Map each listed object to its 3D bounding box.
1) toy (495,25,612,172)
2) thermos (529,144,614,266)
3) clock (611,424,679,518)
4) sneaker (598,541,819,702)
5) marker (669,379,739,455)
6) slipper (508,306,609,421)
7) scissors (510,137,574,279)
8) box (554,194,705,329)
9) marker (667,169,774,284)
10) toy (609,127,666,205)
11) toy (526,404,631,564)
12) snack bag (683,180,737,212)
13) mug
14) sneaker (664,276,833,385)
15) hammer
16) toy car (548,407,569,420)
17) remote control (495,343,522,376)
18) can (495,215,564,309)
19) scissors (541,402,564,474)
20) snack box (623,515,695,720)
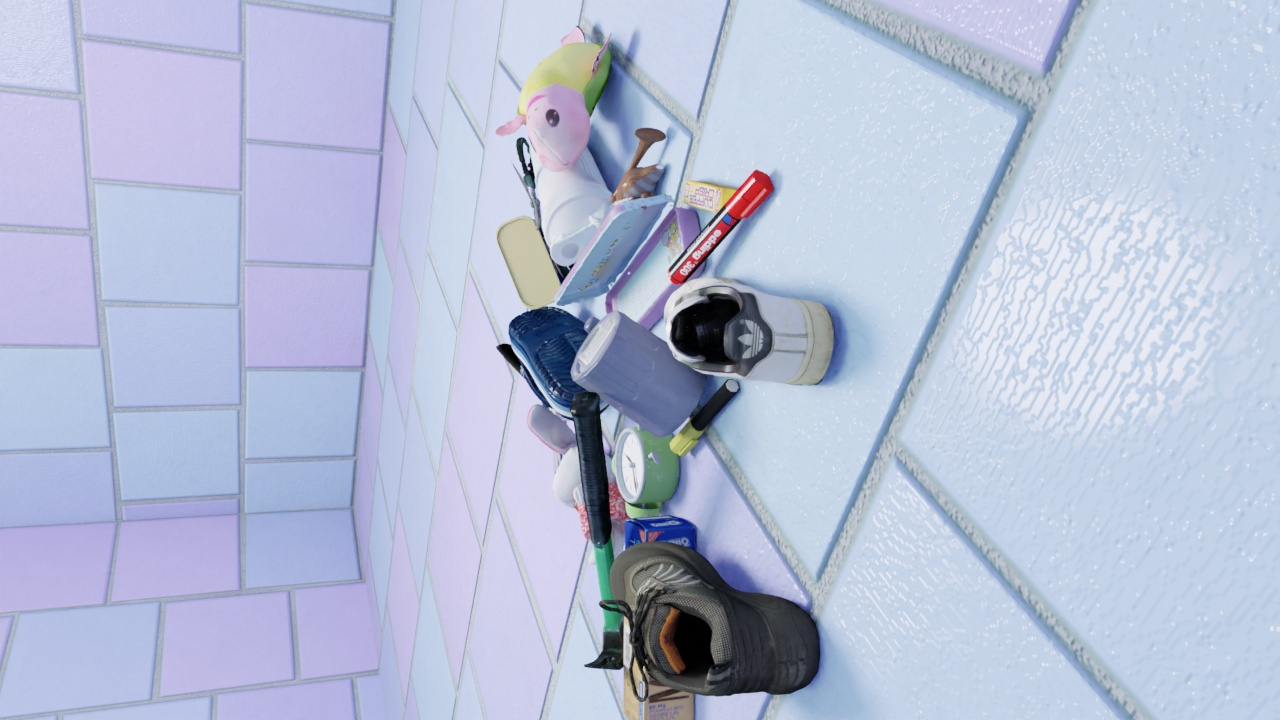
[{"bbox_3d":[-0.093,-0.321,1.102,0.190,0.087,0.237,-30,39,23],"label":"toy"},{"bbox_3d":[-0.082,-0.208,1.113,0.220,0.099,0.100,-109,30,-45],"label":"thermos"},{"bbox_3d":[0.004,0.115,0.971,0.120,0.042,0.094,114,148,-42],"label":"clock"},{"bbox_3d":[0.018,0.227,0.769,0.238,0.142,0.101,9,99,53],"label":"sneaker"},{"bbox_3d":[0.061,0.056,0.873,0.124,0.017,0.021,125,138,-51],"label":"marker"},{"bbox_3d":[-0.088,0.008,1.126,0.253,0.105,0.095,-135,30,-56],"label":"slipper"},{"bbox_3d":[-0.123,-0.192,1.185,0.201,0.015,0.202,-99,-13,-50],"label":"scissors"},{"bbox_3d":[-0.022,-0.090,0.968,0.215,0.092,0.089,134,132,-58],"label":"box"},{"bbox_3d":[0.069,-0.115,0.825,0.023,0.021,0.145,58,137,14],"label":"marker"},{"bbox_3d":[-0.002,-0.194,0.985,0.054,0.041,0.102,60,139,25],"label":"toy"},{"bbox_3d":[-0.060,0.150,1.062,0.194,0.084,0.159,61,-176,39],"label":"toy"},{"bbox_3d":[0.064,-0.154,0.862,0.099,0.020,0.026,-144,56,-62],"label":"snack bag"},{"bbox_3d":[-0.005,0.005,0.894,0.084,0.104,0.124,-52,20,12],"label":"mug"},{"bbox_3d":[0.058,-0.024,0.773,0.242,0.102,0.089,-162,73,-66],"label":"sneaker"},{"bbox_3d":[-0.038,0.176,0.909,0.130,0.032,0.319,-66,-26,-58],"label":"hammer"},{"bbox_3d":[-0.103,0.024,1.225,0.039,0.039,0.113,-14,77,44],"label":"toy car"},{"bbox_3d":[-0.127,0.028,1.191,0.152,0.041,0.020,40,100,15],"label":"remote control"},{"bbox_3d":[-0.136,-0.129,1.199,0.092,0.056,0.116,-49,-62,-79],"label":"can"},{"bbox_3d":[-0.119,0.078,1.281,0.125,0.019,0.155,115,144,-46],"label":"scissors"},{"bbox_3d":[0.019,0.262,0.921,0.057,0.056,0.207,-174,85,-68],"label":"snack box"}]
